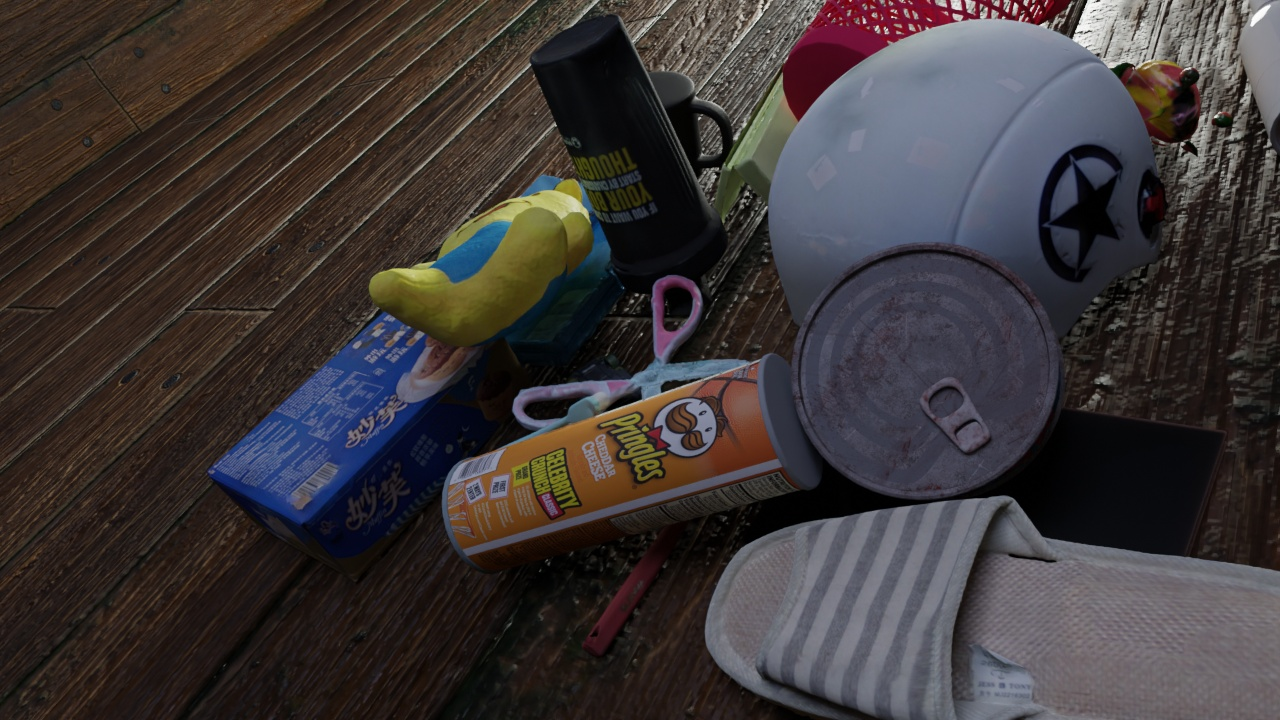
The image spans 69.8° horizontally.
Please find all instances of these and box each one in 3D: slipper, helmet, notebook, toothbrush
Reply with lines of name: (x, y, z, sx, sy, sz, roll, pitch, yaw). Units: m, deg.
slipper: (0.150, 0.115, 0.399, 0.273, 0.054, 0.114, -3, 45, 33)
helmet: (0.201, -0.131, 0.595, 0.263, 0.164, 0.237, -41, 38, -20)
notebook: (0.172, 0.072, 0.486, 0.209, 0.008, 0.141, 9, 49, 41)
toothbrush: (-0.083, 0.059, 0.618, 0.181, 0.016, 0.016, -30, 4, 41)
toothbrush: (0.021, 0.095, 0.552, 0.016, 0.016, 0.189, 8, 48, 40)

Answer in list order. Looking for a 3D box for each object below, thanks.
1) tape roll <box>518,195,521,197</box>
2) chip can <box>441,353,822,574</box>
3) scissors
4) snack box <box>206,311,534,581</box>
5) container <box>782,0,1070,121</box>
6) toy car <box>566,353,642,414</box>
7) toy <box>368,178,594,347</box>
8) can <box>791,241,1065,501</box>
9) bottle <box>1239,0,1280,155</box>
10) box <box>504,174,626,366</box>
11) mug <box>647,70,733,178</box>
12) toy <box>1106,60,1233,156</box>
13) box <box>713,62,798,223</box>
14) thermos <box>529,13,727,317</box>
tape roll: (-0.114, -0.150, 0.961, 0.094, 0.018, 0.093, -19, 36, 14)
chip can: (-0.009, 0.065, 0.533, 0.215, 0.075, 0.075, -20, 34, 26)
scissors: (-0.004, 0.004, 0.633, 0.172, 0.013, 0.170, -9, 46, 11)
snack box: (-0.207, 0.053, 0.715, 0.155, 0.069, 0.202, 10, 49, 42)
container: (0.236, -0.288, 0.778, 0.183, 0.183, 0.225, 20, 64, 47)
toy car: (-0.018, 0.029, 0.646, 0.042, 0.036, 0.091, -35, 36, -13)
toy: (-0.104, -0.074, 0.701, 0.149, 0.084, 0.213, -20, 15, 5)
can: (0.147, 0.007, 0.475, 0.130, 0.044, 0.130, -5, 79, 28)
bottle: (0.443, -0.208, 0.625, 0.053, 0.052, 0.194, -6, 40, 28)
box: (-0.076, -0.088, 0.832, 0.177, 0.048, 0.230, 11, 49, 32)
mug: (0.034, -0.218, 0.879, 0.114, 0.088, 0.078, 12, 48, 23)
toy: (0.349, -0.178, 0.631, 0.046, 0.084, 0.103, -54, 13, 16)
box: (0.121, -0.199, 0.818, 0.091, 0.077, 0.187, -2, 41, 33)
thermos: (-0.004, -0.143, 0.698, 0.098, 0.221, 0.098, -19, 34, 13)
